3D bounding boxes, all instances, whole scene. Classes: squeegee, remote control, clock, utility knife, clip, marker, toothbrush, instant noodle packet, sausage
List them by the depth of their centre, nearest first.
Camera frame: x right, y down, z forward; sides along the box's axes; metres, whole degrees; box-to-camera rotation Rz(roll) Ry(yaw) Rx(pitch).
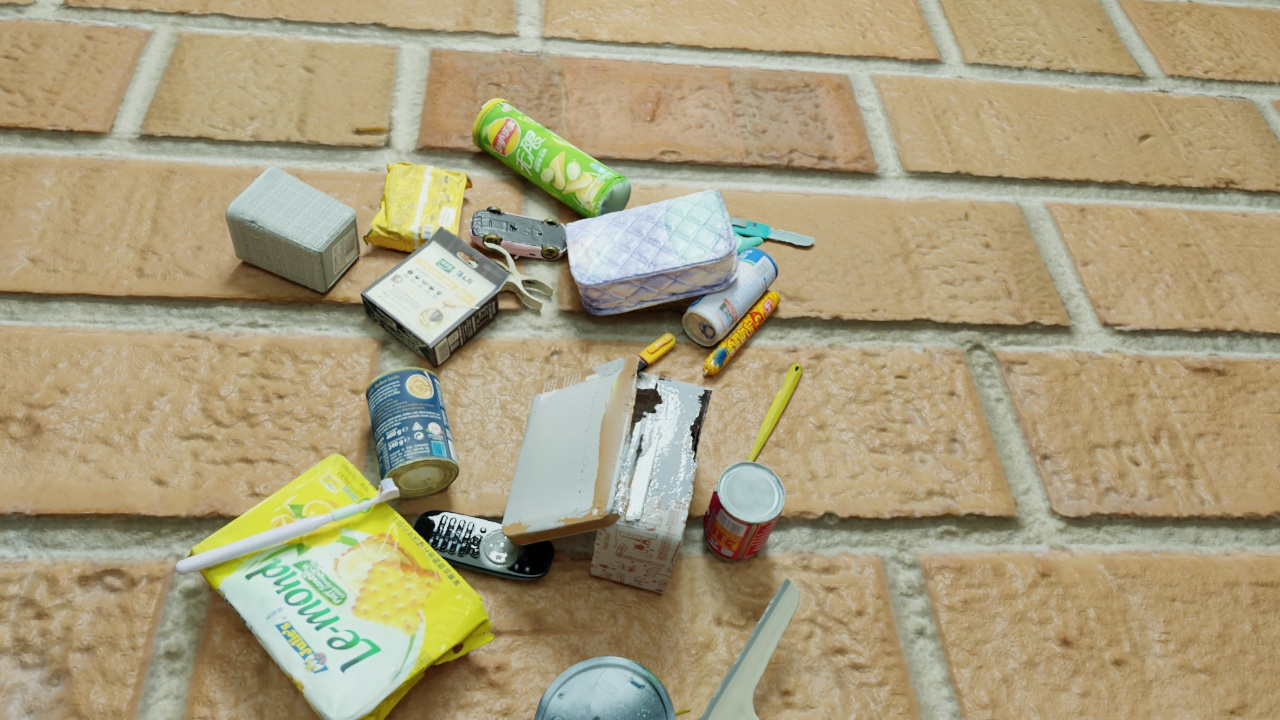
[{"bbox_3d":[-0.038,0.325,0.751,0.117,0.060,0.158,26,56,27],"label":"clock"},{"bbox_3d":[0.164,0.357,0.777,0.246,0.039,0.246,31,68,15],"label":"squeegee"},{"bbox_3d":[-0.304,0.145,0.797,0.188,0.029,0.021,-20,96,-21],"label":"toothbrush"},{"bbox_3d":[-0.150,0.178,0.875,0.136,0.024,0.053,14,52,1],"label":"remote control"},{"bbox_3d":[0.139,0.070,1.000,0.016,0.017,0.189,26,55,10],"label":"toothbrush"},{"bbox_3d":[-0.006,0.006,1.029,0.018,0.015,0.123,39,60,25],"label":"marker"},{"bbox_3d":[-0.162,-0.087,1.066,0.104,0.035,0.083,45,56,14],"label":"clip"},{"bbox_3d":[0.119,-0.033,1.071,0.021,0.021,0.164,33,57,16],"label":"sausage"},{"bbox_3d":[-0.267,-0.182,1.113,0.111,0.044,0.128,8,55,-4],"label":"instant noodle packet"},{"bbox_3d":[0.123,-0.175,1.181,0.207,0.013,0.029,12,58,1],"label":"utility knife"}]

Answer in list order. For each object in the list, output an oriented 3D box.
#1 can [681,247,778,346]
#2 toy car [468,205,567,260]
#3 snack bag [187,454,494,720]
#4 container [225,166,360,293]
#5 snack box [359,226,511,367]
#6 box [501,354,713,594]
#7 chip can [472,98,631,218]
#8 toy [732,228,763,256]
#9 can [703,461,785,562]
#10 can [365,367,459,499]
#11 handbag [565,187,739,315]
[{"bbox_3d":[0.106,-0.076,1.080,0.053,0.053,0.134,34,56,16],"label":"can"},{"bbox_3d":[-0.147,-0.151,1.113,0.122,0.037,0.056,9,55,-17],"label":"toy car"},{"bbox_3d":[-0.263,0.205,0.812,0.246,0.068,0.157,39,57,21],"label":"snack bag"},{"bbox_3d":[-0.388,-0.145,1.042,0.114,0.090,0.090,25,55,7],"label":"container"},{"bbox_3d":[-0.227,-0.073,1.029,0.113,0.053,0.125,36,60,18],"label":"snack box"},{"bbox_3d":[-0.038,0.101,0.871,0.178,0.153,0.182,12,53,4],"label":"box"},{"bbox_3d":[-0.113,-0.251,1.168,0.221,0.073,0.072,35,57,18],"label":"chip can"},{"bbox_3d":[0.091,-0.156,1.151,0.096,0.030,0.092,-30,67,-8],"label":"toy"},{"bbox_3d":[0.098,0.149,0.888,0.066,0.094,0.066,4,53,-5],"label":"can"},{"bbox_3d":[-0.227,0.073,0.910,0.075,0.075,0.111,-11,56,-15],"label":"can"},{"bbox_3d":[0.012,-0.126,1.069,0.194,0.076,0.134,-11,51,2],"label":"handbag"}]
